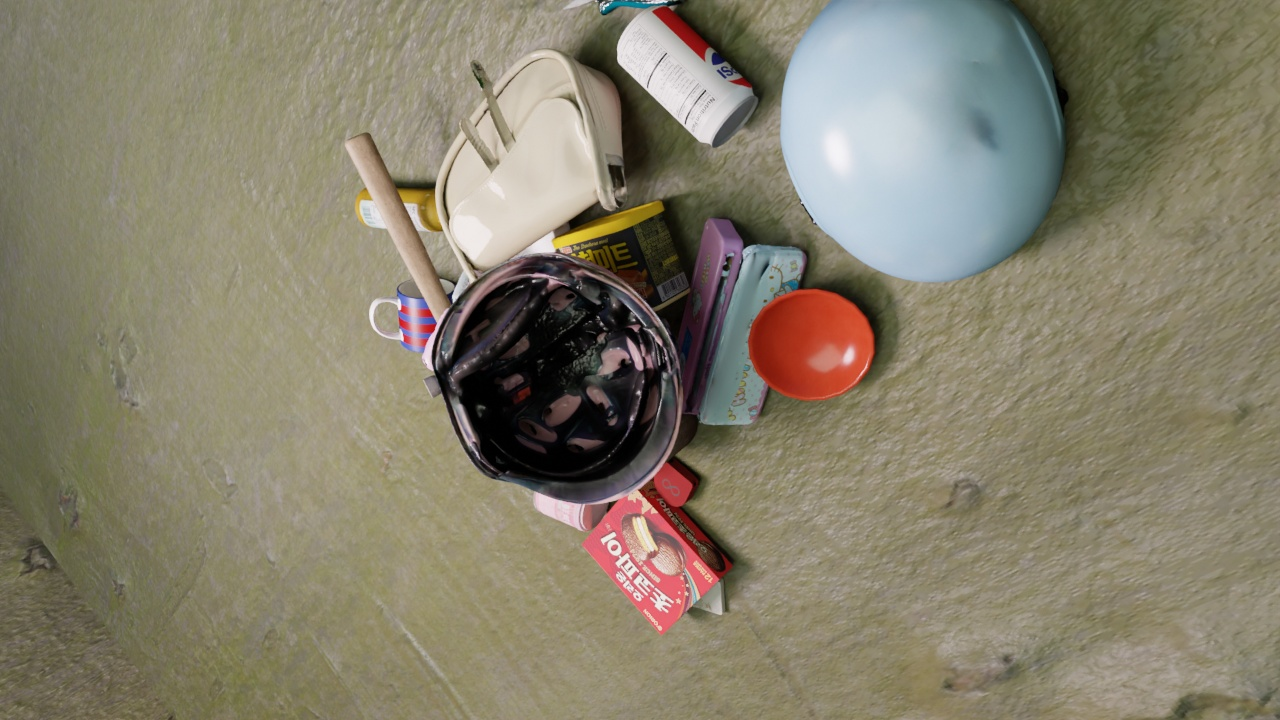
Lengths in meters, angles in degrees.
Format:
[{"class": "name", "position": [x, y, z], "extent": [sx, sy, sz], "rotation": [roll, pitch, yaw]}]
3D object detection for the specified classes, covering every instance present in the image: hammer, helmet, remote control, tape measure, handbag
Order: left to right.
[{"class": "hammer", "position": [-0.270, -0.117, 1.118], "extent": [0.331, 0.119, 0.031], "rotation": [68, 168, -23]}, {"class": "handbag", "position": [-0.127, -0.196, 0.942], "extent": [0.230, 0.131, 0.184], "rotation": [-31, 72, 29]}, {"class": "helmet", "position": [-0.075, 0.015, 0.923], "extent": [0.230, 0.152, 0.255], "rotation": [-41, 97, 7]}, {"class": "tape measure", "position": [0.039, 0.145, 1.105], "extent": [0.059, 0.019, 0.052], "rotation": [39, 130, 23]}, {"class": "remote control", "position": [0.045, 0.284, 1.169], "extent": [0.136, 0.011, 0.050], "rotation": [9, 115, 32]}, {"class": "helmet", "position": [0.221, -0.174, 0.740], "extent": [0.226, 0.166, 0.265], "rotation": [-23, 106, 30]}]

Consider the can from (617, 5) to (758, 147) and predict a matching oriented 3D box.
[{"class": "can", "position": [0.044, -0.271, 0.876], "extent": [0.132, 0.070, 0.070], "rotation": [46, 129, 9]}]

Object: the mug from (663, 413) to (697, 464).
[{"class": "mug", "position": [-0.003, 0.094, 1.055], "extent": [0.096, 0.110, 0.123], "rotation": [43, 129, 18]}]

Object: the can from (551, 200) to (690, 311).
[{"class": "can", "position": [-0.020, -0.103, 0.986], "extent": [0.131, 0.072, 0.101], "rotation": [-6, 110, 50]}]

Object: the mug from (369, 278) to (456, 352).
[{"class": "mug", "position": [-0.293, -0.056, 1.187], "extent": [0.075, 0.111, 0.076], "rotation": [42, 136, 51]}]

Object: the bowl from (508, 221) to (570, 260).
[{"class": "bowl", "position": [-0.125, -0.149, 1.062], "extent": [0.105, 0.054, 0.105], "rotation": [15, 120, 27]}]

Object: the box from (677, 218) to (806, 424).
[{"class": "box", "position": [0.101, -0.037, 0.969], "extent": [0.092, 0.089, 0.215], "rotation": [4, 122, -14]}]

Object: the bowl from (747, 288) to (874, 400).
[{"class": "bowl", "position": [0.169, -0.021, 0.910], "extent": [0.122, 0.035, 0.122], "rotation": [6, 119, 10]}]

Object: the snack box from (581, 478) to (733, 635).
[{"class": "snack box", "position": [0.018, 0.242, 1.141], "extent": [0.152, 0.035, 0.133], "rotation": [46, 125, 14]}]

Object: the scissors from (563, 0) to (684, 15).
[{"class": "scissors", "position": [-0.015, -0.372, 0.904], "extent": [0.150, 0.019, 0.121], "rotation": [38, 128, 17]}]

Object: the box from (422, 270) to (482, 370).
[{"class": "box", "position": [-0.124, -0.017, 1.020], "extent": [0.201, 0.155, 0.059], "rotation": [26, 170, -13]}]

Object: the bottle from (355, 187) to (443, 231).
[{"class": "bottle", "position": [-0.275, -0.189, 1.148], "extent": [0.186, 0.053, 0.053], "rotation": [8, 115, 32]}]

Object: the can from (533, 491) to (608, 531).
[{"class": "can", "position": [-0.088, 0.176, 1.176], "extent": [0.076, 0.067, 0.067], "rotation": [17, 120, 29]}]
